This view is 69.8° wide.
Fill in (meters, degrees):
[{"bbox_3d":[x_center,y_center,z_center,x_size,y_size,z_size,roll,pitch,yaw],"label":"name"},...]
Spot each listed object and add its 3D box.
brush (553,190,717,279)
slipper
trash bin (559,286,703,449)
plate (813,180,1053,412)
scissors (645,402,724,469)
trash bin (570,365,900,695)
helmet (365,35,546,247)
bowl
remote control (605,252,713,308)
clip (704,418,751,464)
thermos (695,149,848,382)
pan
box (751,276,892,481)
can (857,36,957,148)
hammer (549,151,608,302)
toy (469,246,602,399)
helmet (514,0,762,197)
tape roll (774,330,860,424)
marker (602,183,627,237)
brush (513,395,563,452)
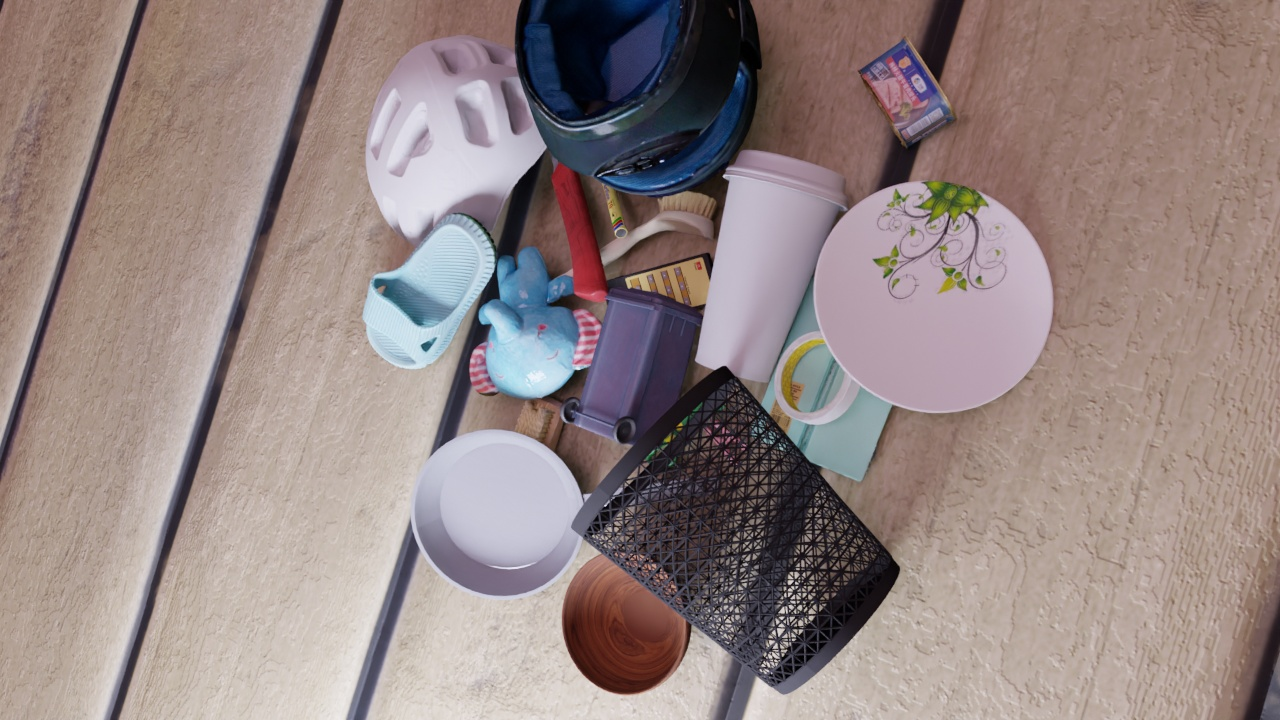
[{"bbox_3d":[-0.030,-0.125,1.072,0.273,0.062,0.077,-23,56,25],"label":"brush"},{"bbox_3d":[-0.267,-0.072,1.117,0.116,0.069,0.277,46,128,-1],"label":"slipper"},{"bbox_3d":[-0.006,0.006,0.986,0.094,0.092,0.161,17,90,46],"label":"trash bin"},{"bbox_3d":[0.282,-0.061,0.898,0.229,0.030,0.229,0,81,1],"label":"plate"},{"bbox_3d":[0.041,0.066,1.009,0.131,0.014,0.071,-44,72,31],"label":"scissors"},{"bbox_3d":[0.097,0.167,0.872,0.243,0.216,0.217,43,101,11],"label":"trash bin"},{"bbox_3d":[-0.240,-0.261,1.134,0.283,0.183,0.224,-54,46,44],"label":"helmet"},{"bbox_3d":[-0.005,0.277,0.984,0.147,0.068,0.147,-5,80,26],"label":"bowl"},{"bbox_3d":[0.023,-0.079,1.044,0.134,0.013,0.058,-14,100,23],"label":"remote control"},{"bbox_3d":[0.097,0.084,0.992,0.044,0.023,0.060,-27,73,15],"label":"clip"},{"bbox_3d":[0.127,-0.095,0.956,0.132,0.131,0.222,19,98,27],"label":"thermos"},{"bbox_3d":[-0.085,0.161,1.040,0.357,0.050,0.201,-10,98,7],"label":"pan"},{"bbox_3d":[0.199,0.015,0.943,0.138,0.057,0.187,20,90,20],"label":"box"},{"bbox_3d":[0.274,-0.274,0.946,0.059,0.054,0.099,-32,69,19],"label":"can"},{"bbox_3d":[-0.084,-0.205,1.088,0.126,0.036,0.315,-26,62,19],"label":"hammer"},{"bbox_3d":[-0.133,-0.044,1.060,0.184,0.114,0.180,-16,81,26],"label":"toy"},{"bbox_3d":[0.011,-0.289,0.962,0.249,0.236,0.315,-21,55,16],"label":"helmet"},{"bbox_3d":[0.177,0.017,0.921,0.094,0.019,0.094,-21,59,40],"label":"tape roll"},{"bbox_3d":[-0.033,-0.190,1.071,0.014,0.014,0.132,-31,45,18],"label":"marker"},{"bbox_3d":[-0.130,0.099,1.088,0.049,0.039,0.117,24,99,26],"label":"brush"}]
